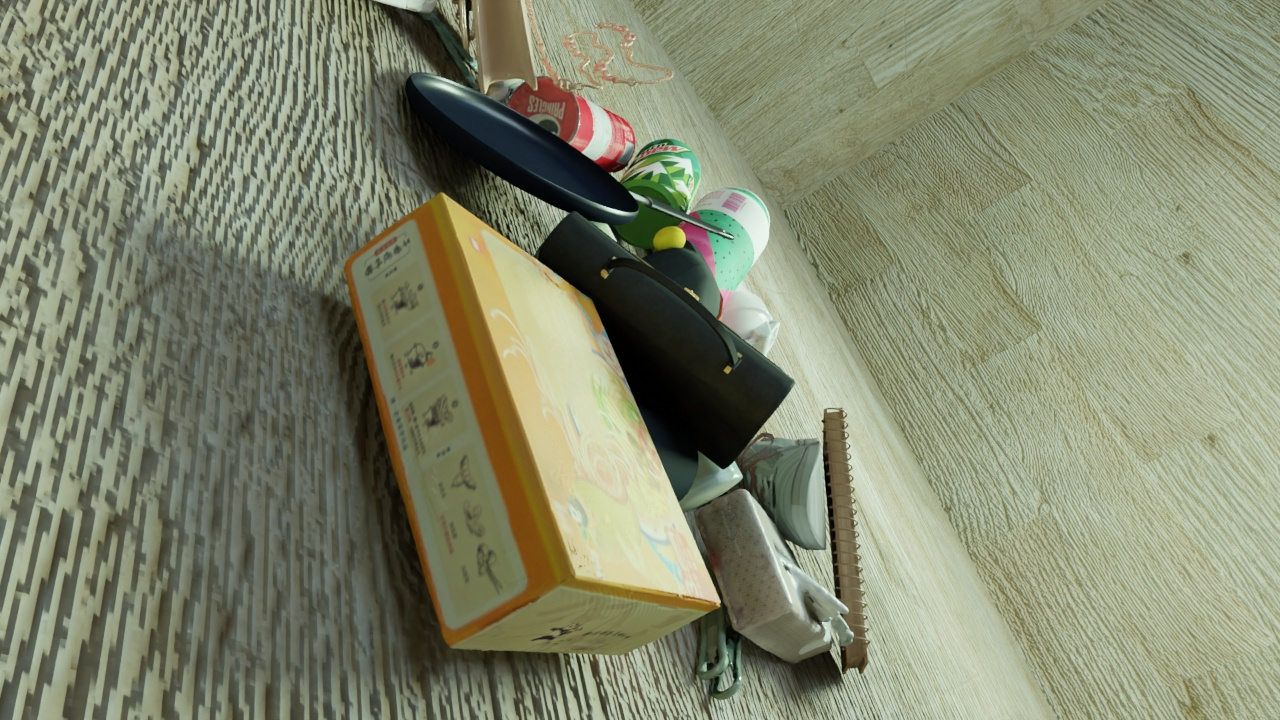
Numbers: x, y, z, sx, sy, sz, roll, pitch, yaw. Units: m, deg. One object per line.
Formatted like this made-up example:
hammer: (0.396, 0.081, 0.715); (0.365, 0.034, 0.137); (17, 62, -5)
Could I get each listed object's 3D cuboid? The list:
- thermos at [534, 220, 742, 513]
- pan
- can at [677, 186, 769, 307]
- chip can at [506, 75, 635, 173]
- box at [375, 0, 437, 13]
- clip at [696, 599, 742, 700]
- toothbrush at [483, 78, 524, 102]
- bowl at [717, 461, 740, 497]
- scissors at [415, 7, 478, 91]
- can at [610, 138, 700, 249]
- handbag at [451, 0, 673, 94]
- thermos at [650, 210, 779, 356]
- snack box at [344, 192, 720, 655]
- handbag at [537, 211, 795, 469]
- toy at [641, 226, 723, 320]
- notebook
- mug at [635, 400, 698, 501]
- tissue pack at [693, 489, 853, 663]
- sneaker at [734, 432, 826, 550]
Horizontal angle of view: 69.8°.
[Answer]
thermos: (-0.004, 0.004, 0.695); (0.230, 0.068, 0.068); (63, 17, 15)
pan: (-0.036, -0.147, 0.764); (0.355, 0.021, 0.198); (14, 26, -45)
can: (0.070, -0.109, 0.959); (0.088, 0.088, 0.165); (53, 48, -18)
chip can: (-0.064, -0.239, 0.959); (0.073, 0.073, 0.232); (58, 15, 1)
box: (-0.135, -0.342, 0.670); (0.101, 0.194, 0.143); (29, 20, 6)
clip: (0.052, 0.190, 0.599); (0.047, 0.023, 0.076); (54, 14, -9)
toothbrush: (-0.135, -0.253, 0.863); (0.024, 0.022, 0.185); (37, 20, -13)
bowl: (0.040, 0.068, 0.772); (0.118, 0.030, 0.117); (51, 17, -23)
scissors: (-0.196, -0.315, 0.815); (0.172, 0.014, 0.158); (61, 15, -2)
can: (0.019, -0.193, 1.044); (0.083, 0.083, 0.143); (52, 31, -19)
handbag: (-0.076, -0.331, 0.836); (0.198, 0.187, 0.117); (-104, -171, -55)
thermos: (0.079, -0.083, 1.058); (0.099, 0.099, 0.220); (39, 20, -48)
snack box: (-0.056, 0.041, 0.442); (0.145, 0.081, 0.195); (33, 29, -58)
handbag: (0.014, -0.021, 0.557); (0.176, 0.072, 0.196); (38, -8, 5)
toy: (0.028, -0.047, 0.850); (0.099, 0.097, 0.119); (49, -13, 27)
notebook: (0.179, 0.163, 0.813); (0.169, 0.022, 0.210); (64, 23, -66)
mug: (-0.023, 0.049, 0.568); (0.105, 0.071, 0.077); (40, 9, 22)
tissue pack: (0.105, 0.167, 0.680); (0.103, 0.071, 0.181); (68, 6, 32)
sneaker: (0.117, 0.112, 0.819); (0.236, 0.089, 0.099); (3, 84, -80)
